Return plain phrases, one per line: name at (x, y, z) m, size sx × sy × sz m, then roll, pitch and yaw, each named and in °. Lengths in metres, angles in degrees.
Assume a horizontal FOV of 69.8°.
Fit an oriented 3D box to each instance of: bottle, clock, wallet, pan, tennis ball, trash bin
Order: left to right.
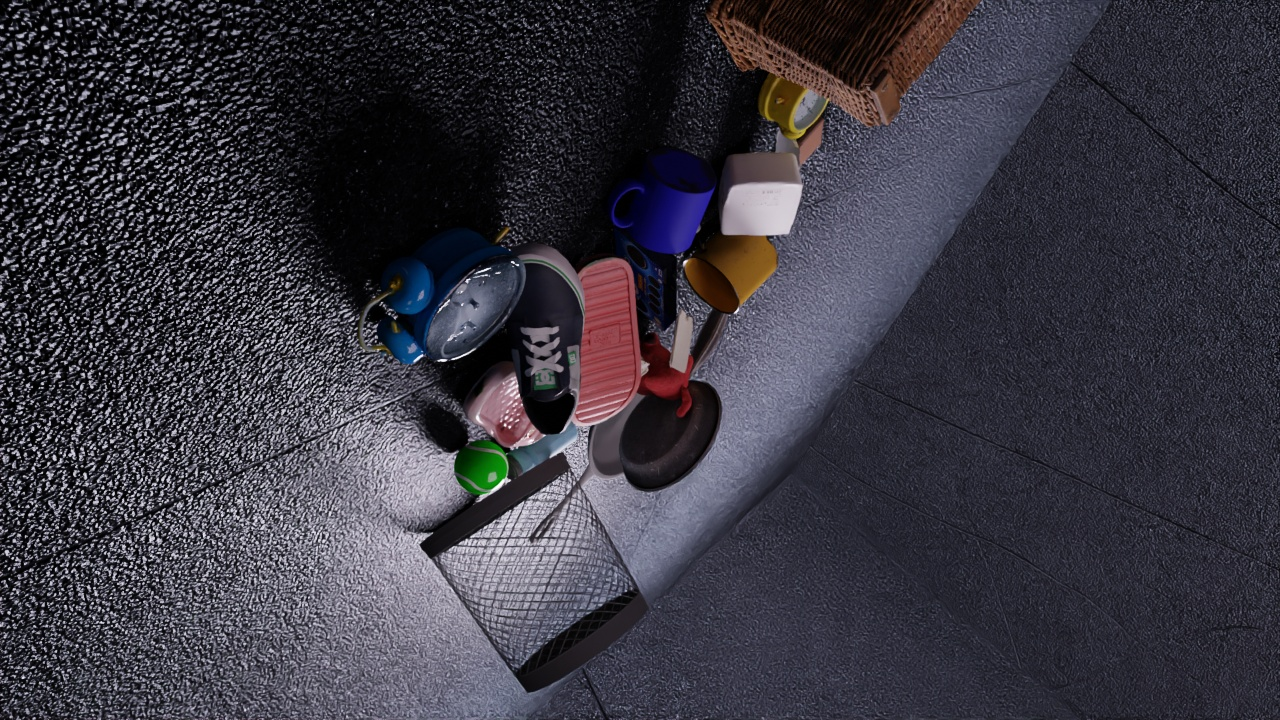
clock at (-0.173, -0.054, 0.799) m, size 0.161 × 0.060 × 0.117 m, roll -31°, pitch 156°, yaw -41°
tennis ball at (-0.192, 0.129, 1.109) m, size 0.065 × 0.065 × 0.065 m, roll -43°, pitch 161°, yaw -19°
bottle at (-0.142, 0.123, 1.256) m, size 0.129 × 0.040 × 0.040 m, roll -34°, pitch 157°, yaw -39°
trash bin at (-0.129, 0.273, 1.182) m, size 0.217 × 0.227 × 0.218 m, roll -33°, pitch 175°, yaw -3°
pan at (-0.060, 0.139, 1.412) m, size 0.353 × 0.024 × 0.217 m, roll -50°, pitch 146°, yaw -22°
pan at (0.067, 0.037, 1.390) m, size 0.188 × 0.055 × 0.355 m, roll -11°, pitch -131°, yaw 45°
wallet at (0.219, -0.287, 1.317) m, size 0.121 × 0.013 × 0.087 m, roll -48°, pitch 167°, yaw -3°
clock at (0.191, -0.318, 1.115) m, size 0.083 × 0.057 × 0.118 m, roll -52°, pitch 156°, yaw 8°

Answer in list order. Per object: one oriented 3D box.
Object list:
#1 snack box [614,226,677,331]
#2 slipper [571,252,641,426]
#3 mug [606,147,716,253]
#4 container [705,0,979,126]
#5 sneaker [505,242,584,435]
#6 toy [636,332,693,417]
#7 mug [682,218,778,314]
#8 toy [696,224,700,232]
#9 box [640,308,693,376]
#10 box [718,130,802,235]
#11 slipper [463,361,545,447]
snack box at (0.007, -0.100, 1.088) m, size 0.027 × 0.082 × 0.150 m, roll -42°, pitch 160°, yaw -17°
slipper at (-0.053, -0.028, 1.104) m, size 0.103 × 0.059 × 0.249 m, roll -12°, pitch 130°, yaw -20°
mug at (0.018, -0.173, 0.993) m, size 0.111 × 0.079 × 0.084 m, roll -5°, pitch 140°, yaw -25°
container at (0.221, -0.365, 0.884) m, size 0.250 × 0.183 × 0.162 m, roll -52°, pitch 164°, yaw 10°
sneaker at (-0.097, -0.013, 0.940) m, size 0.236 × 0.084 × 0.079 m, roll 87°, pitch 1°, yaw -47°
toy at (0.035, 0.034, 1.338) m, size 0.088 × 0.133 × 0.094 m, roll -28°, pitch 148°, yaw -24°
mug at (0.122, -0.141, 1.269) m, size 0.094 × 0.101 × 0.124 m, roll -45°, pitch 121°, yaw -20°
toy at (0.045, -0.166, 1.125) m, size 0.111 × 0.030 × 0.049 m, roll -25°, pitch 122°, yaw -57°
box at (-0.006, 0.008, 1.220) m, size 0.187 × 0.070 × 0.143 m, roll -36°, pitch 164°, yaw 12°
box at (0.160, -0.247, 1.189) m, size 0.121 × 0.136 × 0.109 m, roll -3°, pitch 154°, yaw -3°
slipper at (-0.143, 0.055, 1.093) m, size 0.106 × 0.056 × 0.221 m, roll -50°, pitch 161°, yaw -3°
